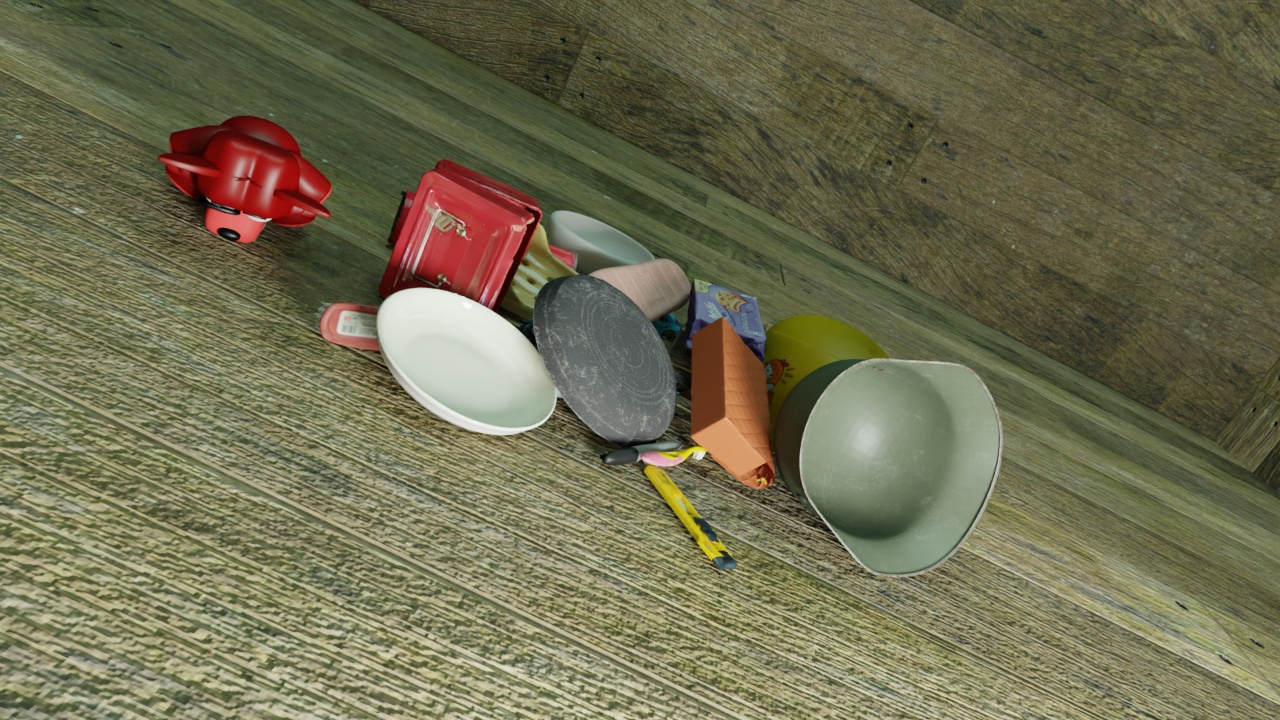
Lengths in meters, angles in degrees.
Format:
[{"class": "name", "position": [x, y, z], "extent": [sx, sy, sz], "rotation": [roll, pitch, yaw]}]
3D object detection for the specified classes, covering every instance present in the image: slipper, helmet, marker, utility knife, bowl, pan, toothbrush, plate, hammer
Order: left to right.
[{"class": "plate", "position": [-0.164, 0.006, 0.847], "extent": [0.182, 0.034, 0.182], "rotation": [29, 28, -18]}, {"class": "slipper", "position": [-0.147, -0.119, 1.096], "extent": [0.261, 0.079, 0.111], "rotation": [35, 59, -9]}, {"class": "bowl", "position": [-0.067, -0.158, 1.394], "extent": [0.176, 0.066, 0.176], "rotation": [24, 19, -9]}, {"class": "slipper", "position": [-0.016, -0.078, 1.245], "extent": [0.196, 0.082, 0.093], "rotation": [-20, 78, -40]}, {"class": "marker", "position": [0.002, 0.091, 0.921], "extent": [0.022, 0.016, 0.138], "rotation": [11, 7, 32]}, {"class": "pan", "position": [0.022, 0.015, 1.013], "extent": [0.356, 0.040, 0.207], "rotation": [22, 45, -45]}, {"class": "toothbrush", "position": [0.035, 0.097, 0.933], "extent": [0.021, 0.016, 0.135], "rotation": [30, 15, 27]}, {"class": "utility knife", "position": [0.041, 0.140, 0.848], "extent": [0.030, 0.017, 0.155], "rotation": [23, 14, -40]}, {"class": "hammer", "position": [0.143, -0.031, 1.370], "extent": [0.117, 0.051, 0.322], "rotation": [31, 19, 10]}, {"class": "helmet", "position": [0.241, 0.019, 1.158], "extent": [0.209, 0.140, 0.239], "rotation": [19, 40, -24]}, {"class": "helmet", "position": [0.236, 0.090, 0.979], "extent": [0.267, 0.227, 0.154], "rotation": [29, -3, -36]}]

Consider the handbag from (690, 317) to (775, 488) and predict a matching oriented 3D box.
[{"class": "handbag", "position": [0.101, 0.050, 1.013], "extent": [0.109, 0.060, 0.171], "rotation": [44, 29, -27]}]

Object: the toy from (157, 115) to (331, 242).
[{"class": "toy", "position": [-0.398, -0.182, 0.929], "extent": [0.158, 0.120, 0.197], "rotation": [20, 10, -27]}]

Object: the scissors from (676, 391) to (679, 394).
[{"class": "scissors", "position": [-0.005, 0.008, 1.133], "extent": [0.140, 0.015, 0.083], "rotation": [33, 18, 11]}]

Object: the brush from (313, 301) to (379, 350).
[{"class": "brush", "position": [-0.232, -0.028, 0.884], "extent": [0.172, 0.041, 0.030], "rotation": [12, 10, -45]}]

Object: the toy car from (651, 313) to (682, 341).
[{"class": "toy car", "position": [0.020, -0.059, 1.308], "extent": [0.105, 0.032, 0.048], "rotation": [22, 20, -13]}]

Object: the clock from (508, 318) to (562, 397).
[{"class": "clock", "position": [-0.105, -0.007, 0.977], "extent": [0.129, 0.052, 0.090], "rotation": [28, 18, 15]}]

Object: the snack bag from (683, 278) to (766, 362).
[{"class": "snack bag", "position": [0.104, -0.043, 1.180], "extent": [0.096, 0.058, 0.205], "rotation": [18, 22, -3]}]

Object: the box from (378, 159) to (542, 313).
[{"class": "box", "position": [-0.194, -0.124, 0.996], "extent": [0.136, 0.158, 0.122], "rotation": [28, 22, -5]}]

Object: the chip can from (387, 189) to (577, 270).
[{"class": "chip can", "position": [-0.200, -0.145, 1.172], "extent": [0.232, 0.073, 0.073], "rotation": [19, 21, -22]}]
